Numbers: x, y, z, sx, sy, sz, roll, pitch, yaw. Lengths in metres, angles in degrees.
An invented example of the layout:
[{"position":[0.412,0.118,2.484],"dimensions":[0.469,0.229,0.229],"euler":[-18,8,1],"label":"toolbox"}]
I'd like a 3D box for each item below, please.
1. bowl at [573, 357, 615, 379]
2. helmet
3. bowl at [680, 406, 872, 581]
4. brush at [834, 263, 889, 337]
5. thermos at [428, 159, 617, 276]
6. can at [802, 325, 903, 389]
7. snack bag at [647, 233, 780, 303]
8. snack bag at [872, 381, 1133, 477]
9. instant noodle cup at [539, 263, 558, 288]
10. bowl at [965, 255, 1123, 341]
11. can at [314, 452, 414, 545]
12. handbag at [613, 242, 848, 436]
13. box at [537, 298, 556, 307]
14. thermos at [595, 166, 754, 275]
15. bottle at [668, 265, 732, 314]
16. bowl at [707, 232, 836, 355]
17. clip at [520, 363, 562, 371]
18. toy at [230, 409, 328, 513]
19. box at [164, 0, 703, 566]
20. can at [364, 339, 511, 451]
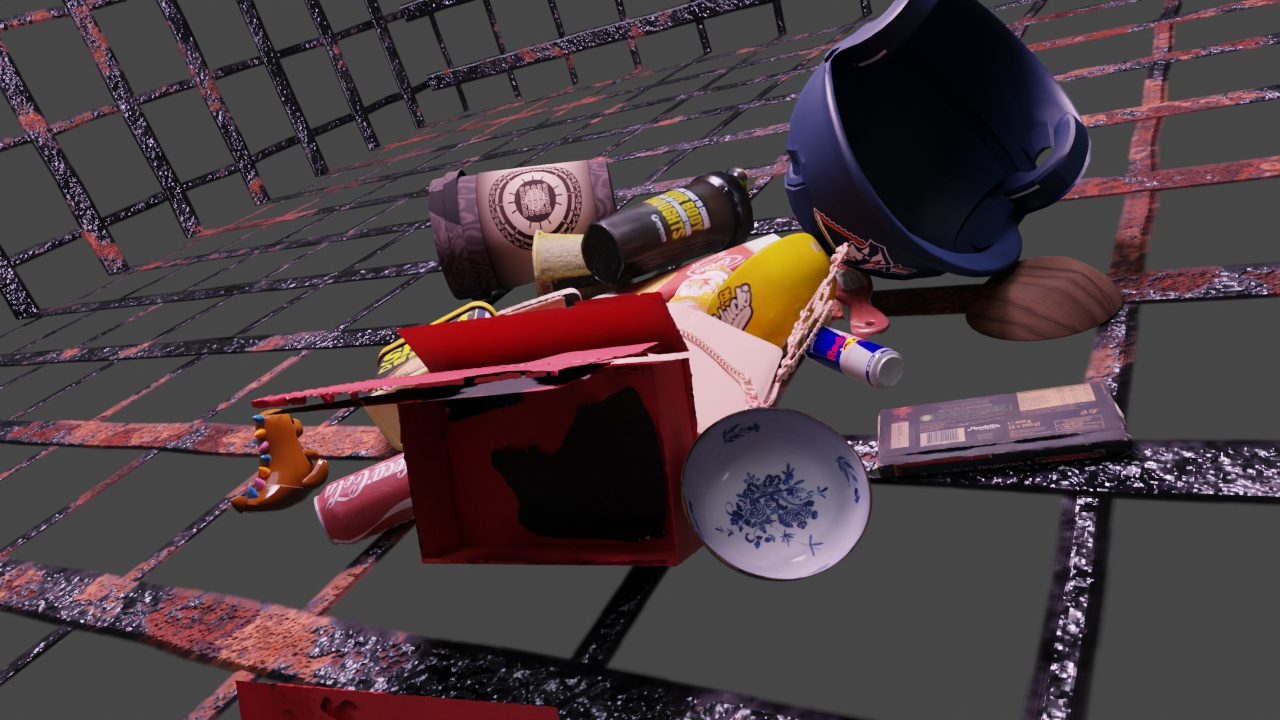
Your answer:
[{"position":[-0.005,0.005,0.831],"dimensions":[0.105,0.054,0.104],"euler":[-15,26,7],"label":"bowl"},{"position":[0.232,-0.170,0.799],"dimensions":[0.224,0.232,0.271],"euler":[-44,17,38],"label":"helmet"},{"position":[0.081,0.088,0.569],"dimensions":[0.114,0.045,0.114],"euler":[0,58,-1],"label":"bowl"},{"position":[0.197,-0.048,0.828],"dimensions":[0.041,0.030,0.172],"euler":[-14,23,9],"label":"brush"},{"position":[-0.144,-0.179,1.207],"dimensions":[0.226,0.173,0.172],"euler":[-11,24,2],"label":"thermos"},{"position":[0.172,-0.003,0.746],"dimensions":[0.032,0.032,0.095],"euler":[-26,25,-18],"label":"can"},{"position":[0.057,-0.080,0.989],"dimensions":[0.225,0.041,0.077],"euler":[-21,21,-3],"label":"snack bag"},{"position":[0.236,0.045,0.612],"dimensions":[0.155,0.018,0.074],"euler":[-9,26,21],"label":"snack bag"},{"position":[-0.066,-0.110,1.083],"dimensions":[0.108,0.102,0.102],"euler":[-5,25,6],"label":"instant noodle cup"},{"position":[0.327,-0.058,0.753],"dimensions":[0.119,0.032,0.119],"euler":[-15,24,7],"label":"bowl"},{"position":[-0.211,0.111,0.748],"dimensions":[0.096,0.054,0.054],"euler":[-23,24,-10],"label":"can"},{"position":[0.058,-0.027,0.681],"dimensions":[0.116,0.188,0.198],"euler":[30,35,4],"label":"handbag"},{"position":[-0.144,-0.027,0.983],"dimensions":[0.187,0.079,0.054],"euler":[-19,63,-3],"label":"box"},{"position":[0.039,-0.149,1.040],"dimensions":[0.220,0.098,0.098],"euler":[-26,23,-36],"label":"thermos"},{"position":[0.065,-0.055,0.899],"dimensions":[0.063,0.063,0.108],"euler":[-7,25,25],"label":"bottle"},{"position":[0.125,-0.047,0.805],"dimensions":[0.117,0.117,0.067],"euler":[-27,68,-20],"label":"bowl"},{"position":[-0.099,-0.005,0.953],"dimensions":[0.054,0.045,0.049],"euler":[-24,-1,-16],"label":"clip"},{"position":[-0.336,0.092,0.825],"dimensions":[0.071,0.090,0.102],"euler":[-10,4,19],"label":"toy"},{"position":[-0.101,-0.044,0.569],"dimensions":[0.212,0.410,0.107],"euler":[-5,28,26],"label":"box"},{"position":[-0.194,0.016,0.899],"dimensions":[0.135,0.075,0.104],"euler":[-27,25,7],"label":"can"}]
